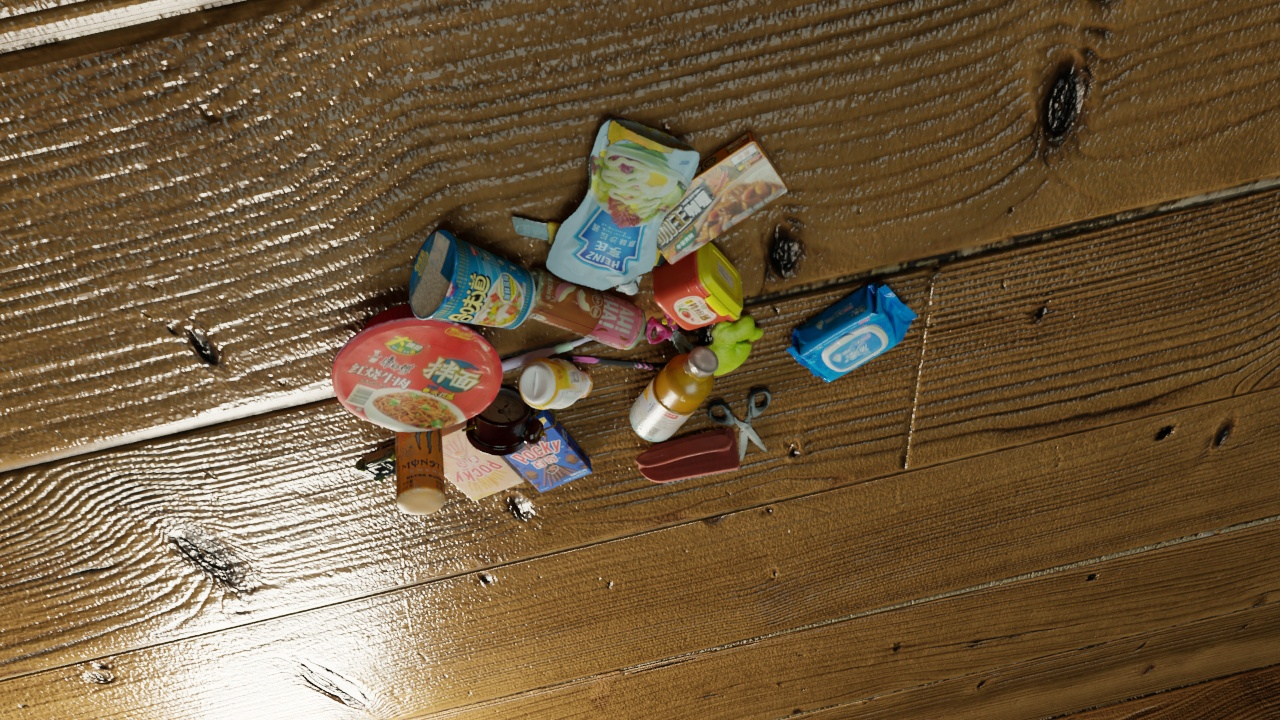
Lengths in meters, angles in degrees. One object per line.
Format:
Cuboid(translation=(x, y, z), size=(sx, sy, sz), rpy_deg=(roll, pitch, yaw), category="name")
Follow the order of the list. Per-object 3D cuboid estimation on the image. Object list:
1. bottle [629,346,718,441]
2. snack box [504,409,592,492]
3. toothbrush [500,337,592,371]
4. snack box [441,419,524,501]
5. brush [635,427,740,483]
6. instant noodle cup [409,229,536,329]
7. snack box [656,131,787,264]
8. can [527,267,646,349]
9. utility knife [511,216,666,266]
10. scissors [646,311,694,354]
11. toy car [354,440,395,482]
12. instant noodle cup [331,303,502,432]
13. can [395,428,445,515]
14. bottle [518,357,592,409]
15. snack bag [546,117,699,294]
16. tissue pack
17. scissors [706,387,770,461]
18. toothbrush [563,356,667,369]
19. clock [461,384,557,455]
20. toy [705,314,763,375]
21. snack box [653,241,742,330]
Cuboid(translation=(0.045, 0.042, 1.169), size=(0.068, 0.068, 0.190), rpy_deg=(5, 151, -20), category="bottle")
Cuboid(translation=(-0.137, 0.125, 1.273), size=(0.085, 0.026, 0.157), rpy_deg=(-22, 138, 10), category="snack box")
Cuboid(translation=(-0.138, -0.006, 1.133), size=(0.189, 0.021, 0.029), rpy_deg=(-19, 171, 8), category="toothbrush")
Cuboid(translation=(-0.232, 0.135, 1.259), size=(0.084, 0.026, 0.157), rpy_deg=(-23, 138, 10), category="snack box")
Cuboid(translation=(0.066, 0.137, 1.310), size=(0.146, 0.063, 0.069), rpy_deg=(-13, 152, 13), category="brush")
Cuboid(translation=(-0.178, -0.078, 0.991), size=(0.109, 0.099, 0.099), rpy_deg=(15, 132, -39), category="instant noodle cup")
Cuboid(translation=(0.074, -0.173, 0.990), size=(0.154, 0.026, 0.075), rpy_deg=(-31, 125, 19), category="snack box")
Cuboid(translation=(-0.068, -0.058, 1.064), size=(0.147, 0.057, 0.058), rpy_deg=(19, 129, -32), category="can")
Cuboid(translation=(-0.052, -0.134, 1.015), size=(0.192, 0.015, 0.033), rpy_deg=(9, 114, -23), category="utility knife")
Cuboid(translation=(0.038, -0.024, 1.135), size=(0.017, 0.077, 0.138), rpy_deg=(18, 153, 29), category="scissors")
Cuboid(translation=(-0.338, 0.133, 1.222), size=(0.091, 0.035, 0.042), rpy_deg=(-23, 137, 20), category="toy car")
Cuboid(translation=(-0.261, 0.000, 1.072), size=(0.193, 0.065, 0.194), rpy_deg=(-8, 138, -8), category="instant noodle cup")
Cuboid(translation=(-0.274, 0.117, 1.137), size=(0.058, 0.145, 0.058), rpy_deg=(-8, 139, -7), category="can")
Cuboid(translation=(-0.101, 0.029, 1.135), size=(0.063, 0.063, 0.108), rpy_deg=(-35, 163, 22), category="bottle")
Cuboid(translation=(-0.021, -0.153, 0.963), size=(0.110, 0.038, 0.191), rpy_deg=(14, 125, -18), category="snack bag")
Cuboid(translation=(0.274, -0.034, 1.189), size=(0.157, 0.052, 0.095), rpy_deg=(-33, 136, 21), category="tissue pack")
Cuboid(translation=(0.152, 0.093, 1.328), size=(0.159, 0.014, 0.171), rpy_deg=(14, 133, -29), category="scissors")
Cuboid(translation=(-0.007, 0.007, 1.186), size=(0.189, 0.017, 0.014), rpy_deg=(5, 142, -18), category="toothbrush")
Cuboid(translation=(-0.167, 0.075, 1.170), size=(0.122, 0.082, 0.055), rpy_deg=(1, 131, -13), category="clock")
Cuboid(translation=(0.112, -0.016, 1.181), size=(0.096, 0.031, 0.100), rpy_deg=(-12, 139, -6), category="toy")
Cuboid(translation=(0.065, -0.085, 1.061), size=(0.080, 0.081, 0.091), rpy_deg=(-21, 139, 29), category="snack box")
